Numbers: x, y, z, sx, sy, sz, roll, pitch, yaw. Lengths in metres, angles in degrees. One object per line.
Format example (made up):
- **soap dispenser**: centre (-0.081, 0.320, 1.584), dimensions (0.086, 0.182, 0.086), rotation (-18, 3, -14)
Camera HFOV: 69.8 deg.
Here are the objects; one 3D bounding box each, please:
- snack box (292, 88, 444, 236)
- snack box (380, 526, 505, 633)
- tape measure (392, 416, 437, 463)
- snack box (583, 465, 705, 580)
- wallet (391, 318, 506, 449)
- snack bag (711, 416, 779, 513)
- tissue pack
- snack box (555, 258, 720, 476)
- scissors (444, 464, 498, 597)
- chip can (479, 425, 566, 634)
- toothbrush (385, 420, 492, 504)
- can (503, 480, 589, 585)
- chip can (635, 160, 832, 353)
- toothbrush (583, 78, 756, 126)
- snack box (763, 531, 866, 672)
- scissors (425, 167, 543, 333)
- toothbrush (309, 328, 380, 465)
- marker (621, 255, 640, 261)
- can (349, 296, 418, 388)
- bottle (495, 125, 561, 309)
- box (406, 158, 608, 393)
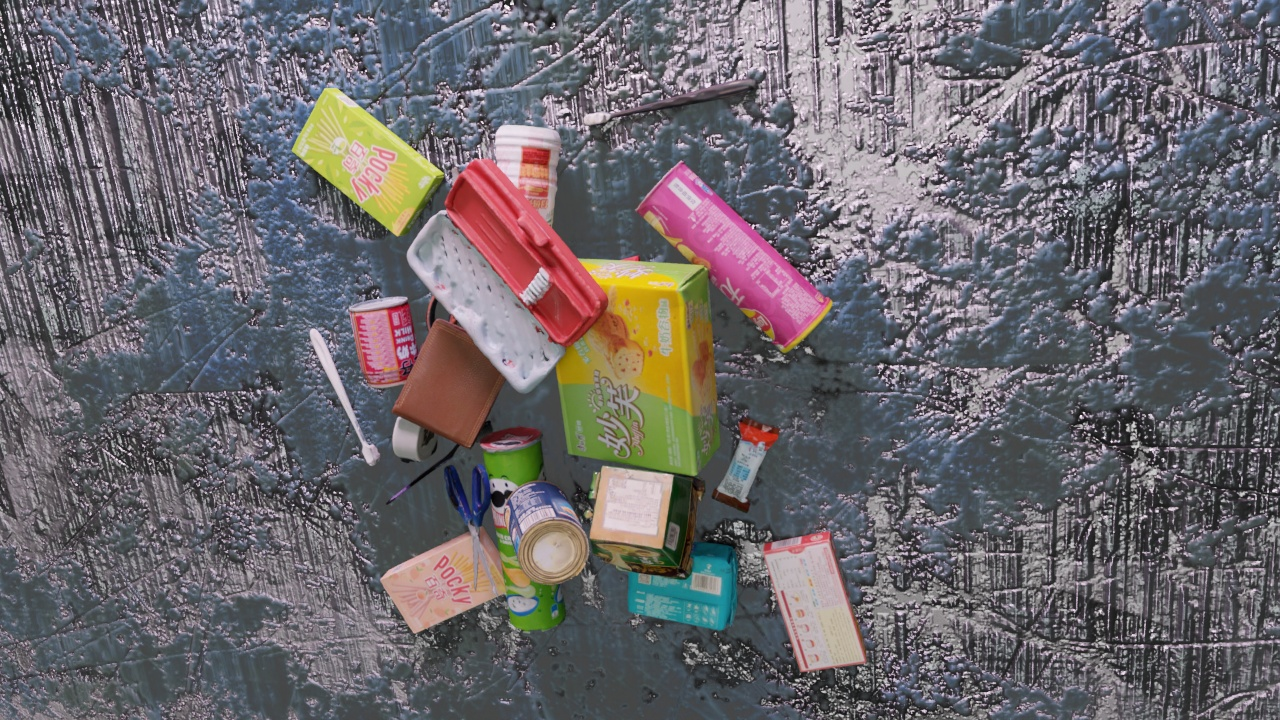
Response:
- **snack box**: centre (-0.302, -0.219, 1.016), dimensions (0.156, 0.026, 0.086), rotation (39, 112, 0)
- **snack box**: centre (-0.240, 0.274, 1.143), dimensions (0.157, 0.026, 0.084), rotation (-28, 98, 20)
- **tape measure**: centre (-0.261, 0.085, 1.072), dimensions (0.033, 0.065, 0.066), rotation (10, 107, 10)
- **snack box**: centre (0.002, 0.166, 0.985), dimensions (0.117, 0.105, 0.118), rotation (6, 74, 12)
- **wallet**: centre (-0.209, 0.026, 1.029), dimensions (0.101, 0.032, 0.124), rotation (26, 95, -4)
- **snack bag**: centre (0.115, 0.115, 1.009), dimensions (0.048, 0.026, 0.104), rotation (21, 110, 14)
- **tissue pack**: centre (0.045, 0.251, 1.053), dimensions (0.133, 0.050, 0.093), rotation (8, 108, 12)
- **snack box**: centre (-0.006, 0.006, 0.952), dimensions (0.158, 0.069, 0.210), rotation (7, 116, 27)
- **scissors**: centre (-0.195, 0.188, 1.067), dimensions (0.174, 0.012, 0.163), rotation (51, 136, 35)
- **chip can**: centre (-0.135, 0.198, 1.071), dimensions (0.072, 0.072, 0.236), rotation (-2, 106, 14)
- **toothbrush**: centre (-0.244, 0.127, 1.109), dimensions (0.189, 0.014, 0.017), rotation (-37, 97, 21)
- **can**: centre (-0.102, 0.182, 0.977), dimensions (0.075, 0.111, 0.075), rotation (-4, 104, -15)
- **chip can**: centre (0.094, -0.105, 0.927), dimensions (0.210, 0.071, 0.071), rotation (43, 111, 0)
- **toothbrush**: centre (0.028, -0.260, 0.928), dimensions (0.181, 0.018, 0.015), rotation (-8, 100, 15)
- **snack box**: centre (0.197, 0.273, 1.034), dimensions (0.077, 0.027, 0.156), rotation (-15, 102, 17)
- **scissors**: centre (-0.179, -0.102, 1.026), dimensions (0.189, 0.015, 0.225), rotation (-25, 98, 19)
- **toothbrush**: centre (-0.358, 0.044, 1.114), dimensions (0.016, 0.016, 0.180), rotation (-21, 98, 16)
- **marker**: centre (-0.070, -0.091, 0.991), dimensions (0.145, 0.017, 0.017), rotation (-11, 103, 10)
- **can**: centre (-0.290, -0.021, 1.048), dimensions (0.066, 0.066, 0.094), rotation (-4, 104, 15)
- **bottle**: centre (-0.123, -0.142, 0.958), dimensions (0.068, 0.068, 0.197), rotation (7, 99, 12)
- **box**: centre (-0.137, -0.082, 0.922), dimensions (0.201, 0.039, 0.158), rotation (50, 127, 7)
